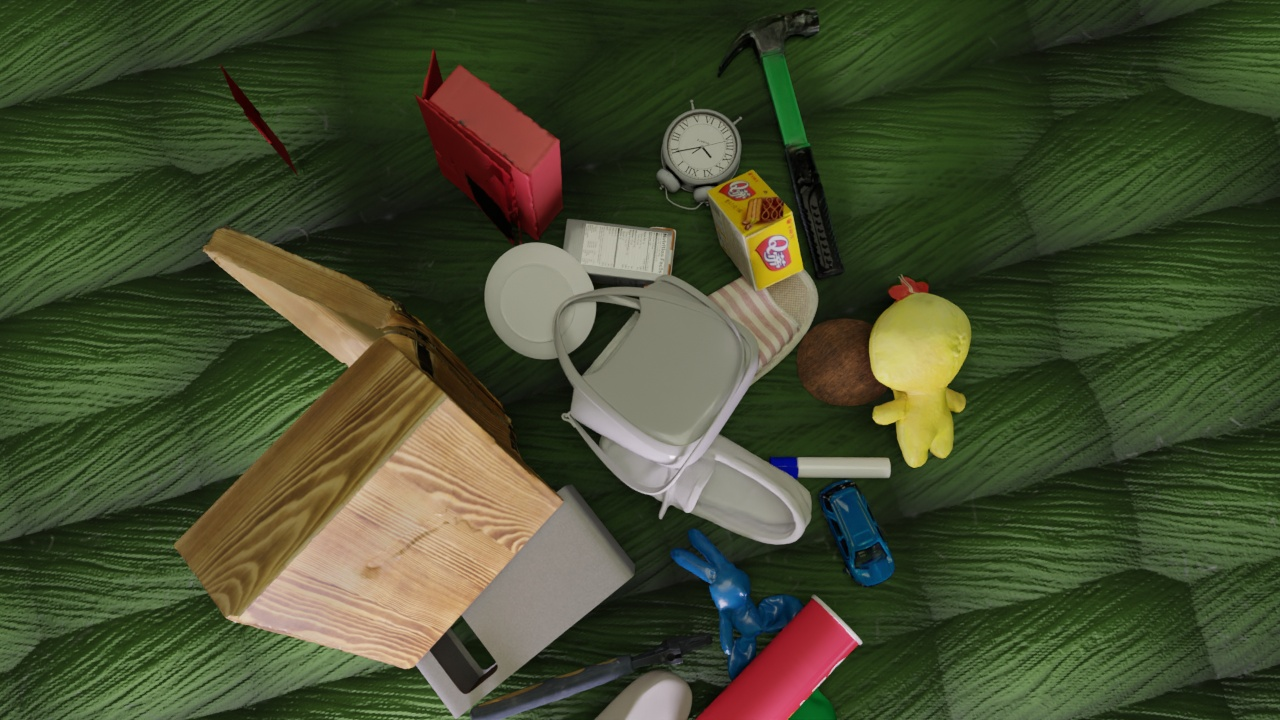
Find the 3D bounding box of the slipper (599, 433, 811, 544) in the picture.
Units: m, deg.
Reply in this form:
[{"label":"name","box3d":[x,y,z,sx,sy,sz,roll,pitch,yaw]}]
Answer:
[{"label":"slipper","box3d":[0.069,0.134,1.007,0.247,0.074,0.112,24,96,3]}]

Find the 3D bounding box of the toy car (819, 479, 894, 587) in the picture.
[{"label":"toy car","box3d":[0.240,0.193,1.019,0.056,0.043,0.120,-23,84,-2]}]

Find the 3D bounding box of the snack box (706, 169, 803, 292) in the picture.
[{"label":"snack box","box3d":[0.127,-0.144,1.016,0.061,0.084,0.105,-25,43,-3]}]

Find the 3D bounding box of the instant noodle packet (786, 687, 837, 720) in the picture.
[{"label":"instant noodle packet","box3d":[0.186,0.480,0.959,0.195,0.090,0.252,-44,69,-5]}]

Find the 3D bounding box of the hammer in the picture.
[{"label":"hammer","box3d":[0.182,-0.251,1.077,0.130,0.032,0.318,-14,84,-2]}]

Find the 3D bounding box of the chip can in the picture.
[{"label":"chip can","box3d":[0.132,0.352,0.968,0.220,0.069,0.069,-45,85,-5]}]

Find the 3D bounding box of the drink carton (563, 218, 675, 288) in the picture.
[{"label":"drink carton","box3d":[-0.025,-0.120,1.054,0.125,0.048,0.076,7,84,1]}]

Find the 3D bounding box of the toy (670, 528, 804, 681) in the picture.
[{"label":"toy","box3d":[0.106,0.259,0.998,0.112,0.071,0.176,-38,102,-24]}]

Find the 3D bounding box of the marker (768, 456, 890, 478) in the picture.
[{"label":"marker","box3d":[0.213,0.122,1.035,0.133,0.027,0.023,0,110,1]}]

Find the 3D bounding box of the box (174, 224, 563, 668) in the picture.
[{"label":"box","box3d":[-0.274,0.056,0.871,0.286,0.279,0.334,-45,60,-8]}]

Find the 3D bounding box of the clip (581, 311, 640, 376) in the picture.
[{"label":"clip","box3d":[-0.019,-0.007,1.054,0.058,0.052,0.102,37,85,33]}]

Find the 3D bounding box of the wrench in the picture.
[{"label":"wrench","box3d":[-0.044,0.327,0.957,0.272,0.073,0.022,-11,83,-23]}]

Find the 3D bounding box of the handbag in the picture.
[{"label":"handbag","box3d":[-0.006,0.005,0.972,0.223,0.096,0.215,31,75,14]}]

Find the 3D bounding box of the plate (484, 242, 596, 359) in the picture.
[{"label":"plate","box3d":[-0.116,-0.065,1.038,0.135,0.011,0.135,4,106,14]}]

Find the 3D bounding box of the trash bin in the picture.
[{"label":"trash bin","box3d":[-0.131,0.250,0.980,0.228,0.114,0.114,-38,85,-4]}]

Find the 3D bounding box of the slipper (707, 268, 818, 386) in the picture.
[{"label":"slipper","box3d":[0.094,-0.015,1.040,0.263,0.052,0.115,-43,86,-4]}]

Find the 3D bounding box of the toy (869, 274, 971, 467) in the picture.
[{"label":"toy","box3d":[0.312,0.012,1.011,0.133,0.092,0.208,-13,108,-33]}]

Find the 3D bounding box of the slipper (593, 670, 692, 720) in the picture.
[{"label":"slipper","box3d":[-0.049,0.434,0.981,0.113,0.081,0.266,33,88,-41]}]

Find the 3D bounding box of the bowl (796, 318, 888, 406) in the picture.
[{"label":"bowl","box3d":[0.238,0.001,1.049,0.114,0.026,0.102,0,84,1]}]

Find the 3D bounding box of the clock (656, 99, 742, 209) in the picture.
[{"label":"clock","box3d":[0.067,-0.235,1.073,0.094,0.035,0.122,20,83,3]}]

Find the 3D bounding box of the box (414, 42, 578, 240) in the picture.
[{"label":"box","box3d":[-0.137,-0.250,0.993,0.165,0.214,0.153,40,79,4]}]
